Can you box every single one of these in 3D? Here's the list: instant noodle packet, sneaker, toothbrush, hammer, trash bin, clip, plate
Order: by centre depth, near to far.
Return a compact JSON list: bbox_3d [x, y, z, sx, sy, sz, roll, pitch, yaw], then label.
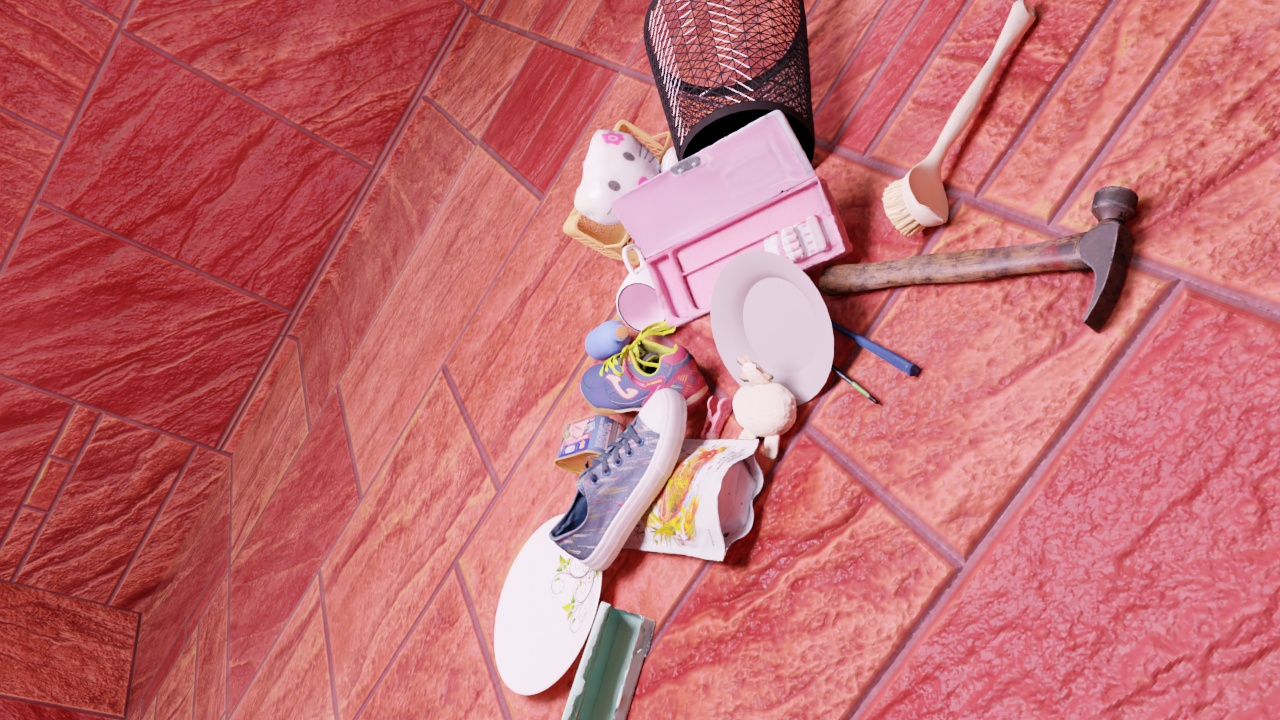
[{"bbox_3d":[0.293,-0.081,0.869,0.331,0.033,0.120,-1,67,56],"label":"hammer"},{"bbox_3d":[0.220,-0.021,0.946,0.017,0.016,0.190,-66,30,10],"label":"toothbrush"},{"bbox_3d":[0.197,0.001,0.965,0.017,0.014,0.188,-51,33,5],"label":"toothbrush"},{"bbox_3d":[0.144,-0.035,0.989,0.173,0.019,0.173,25,125,43],"label":"plate"},{"bbox_3d":[0.035,0.152,1.056,0.270,0.057,0.146,-9,59,59],"label":"instant noodle packet"},{"bbox_3d":[-0.027,0.133,1.058,0.236,0.079,0.087,-62,23,9],"label":"sneaker"},{"bbox_3d":[0.090,0.070,1.066,0.035,0.022,0.057,8,79,55],"label":"clip"},{"bbox_3d":[0.121,-0.345,1.168,0.218,0.216,0.242,-34,48,39],"label":"trash bin"},{"bbox_3d":[-0.110,0.310,1.169,0.230,0.030,0.228,-36,40,37],"label":"plate"},{"bbox_3d":[-0.007,0.008,1.178,0.116,0.091,0.242,-38,23,-29],"label":"sneaker"}]

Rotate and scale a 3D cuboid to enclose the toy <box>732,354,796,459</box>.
[{"bbox_3d":[0.131,0.049,0.985,0.087,0.050,0.112,0,91,57],"label":"toy"}]

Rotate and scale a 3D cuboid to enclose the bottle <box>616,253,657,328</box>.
[{"bbox_3d":[0.009,-0.097,1.292,0.110,0.042,0.042,-57,31,12],"label":"bottle"}]

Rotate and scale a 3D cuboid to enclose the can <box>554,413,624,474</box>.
[{"bbox_3d":[-0.068,0.113,1.235,0.100,0.054,0.058,-20,49,48],"label":"can"}]

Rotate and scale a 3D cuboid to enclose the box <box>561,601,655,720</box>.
[{"bbox_3d":[-0.060,0.360,1.010,0.078,0.079,0.188,-3,64,57],"label":"box"}]

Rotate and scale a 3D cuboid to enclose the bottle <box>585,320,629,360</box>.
[{"bbox_3d":[-0.041,-0.030,1.269,0.131,0.048,0.048,156,135,-73],"label":"bottle"}]

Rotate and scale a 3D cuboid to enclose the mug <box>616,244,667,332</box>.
[{"bbox_3d":[0.010,-0.099,1.219,0.090,0.124,0.076,-15,18,32],"label":"mug"}]

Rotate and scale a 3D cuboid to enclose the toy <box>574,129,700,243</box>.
[{"bbox_3d":[0.015,-0.224,1.237,0.137,0.209,0.085,-65,4,-9],"label":"toy"}]

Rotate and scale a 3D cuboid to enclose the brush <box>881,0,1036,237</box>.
[{"bbox_3d":[0.328,-0.247,0.928,0.077,0.062,0.272,23,82,55],"label":"brush"}]

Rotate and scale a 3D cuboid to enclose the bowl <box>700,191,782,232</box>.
[{"bbox_3d":[0.136,-0.147,1.117,0.132,0.064,0.131,-36,40,37],"label":"bowl"}]

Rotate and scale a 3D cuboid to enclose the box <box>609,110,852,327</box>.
[{"bbox_3d":[0.100,-0.153,1.031,0.233,0.180,0.055,-21,9,30],"label":"box"}]

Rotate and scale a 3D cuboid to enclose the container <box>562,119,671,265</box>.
[{"bbox_3d":[-0.018,-0.245,1.359,0.167,0.129,0.183,7,73,65],"label":"container"}]
